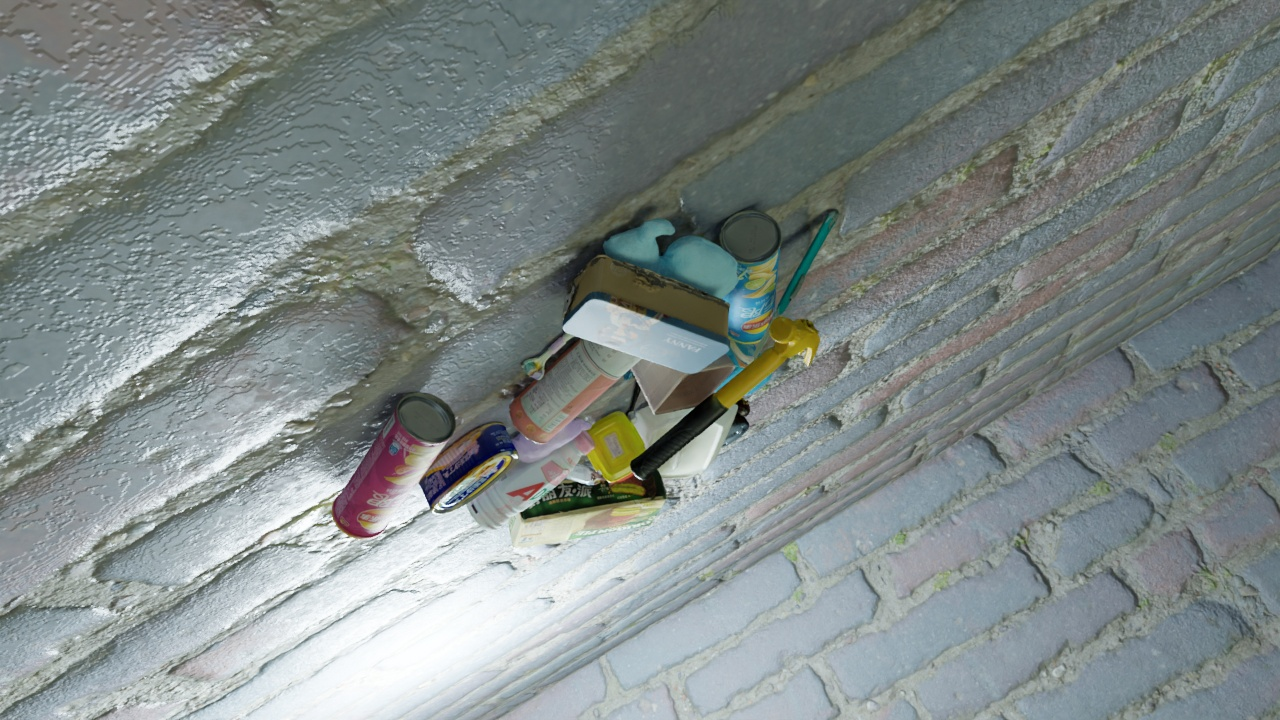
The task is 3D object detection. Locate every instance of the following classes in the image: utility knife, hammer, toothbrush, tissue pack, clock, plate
[{"bbox_3d":[0.193,-0.095,1.141,0.216,0.013,0.029,-61,152,0],"label":"utility knife"},{"bbox_3d":[0.100,0.051,1.133,0.301,0.033,0.128,-42,154,23],"label":"hammer"},{"bbox_3d":[-0.065,-0.043,1.051,0.190,0.029,0.020,-41,-163,21],"label":"toothbrush"},{"bbox_3d":[0.119,-0.004,1.255,0.063,0.090,0.139,-41,155,22],"label":"tissue pack"},{"bbox_3d":[-0.003,0.045,1.306,0.015,0.018,0.181,-18,153,-19],"label":"toothbrush"},{"bbox_3d":[0.140,0.101,1.536,0.081,0.055,0.122,-16,152,-28],"label":"clock"},{"bbox_3d":[0.063,0.129,1.455,0.162,0.034,0.266,-1,149,-9],"label":"plate"}]

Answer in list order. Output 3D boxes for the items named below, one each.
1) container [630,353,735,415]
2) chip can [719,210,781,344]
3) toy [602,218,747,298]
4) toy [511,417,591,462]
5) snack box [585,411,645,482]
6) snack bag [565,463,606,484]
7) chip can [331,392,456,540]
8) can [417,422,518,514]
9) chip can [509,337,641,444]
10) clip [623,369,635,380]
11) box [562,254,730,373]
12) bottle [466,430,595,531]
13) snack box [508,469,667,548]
[{"bbox_3d":[0.040,-0.007,1.129,0.090,0.111,0.090,-10,149,-40],"label":"container"},{"bbox_3d":[0.132,-0.095,1.110,0.071,0.071,0.210,-27,156,-7],"label":"chip can"},{"bbox_3d":[0.040,-0.098,0.988,0.156,0.049,0.162,-3,146,-1],"label":"toy"},{"bbox_3d":[-0.130,0.102,1.244,0.108,0.039,0.084,-32,140,13],"label":"toy"},{"bbox_3d":[-0.035,0.133,1.355,0.082,0.091,0.080,-30,164,-2],"label":"snack box"},{"bbox_3d":[-0.099,0.166,1.369,0.048,0.104,0.026,41,65,-66],"label":"snack bag"},{"bbox_3d":[-0.287,0.125,1.062,0.071,0.071,0.211,-5,146,-45],"label":"chip can"},{"bbox_3d":[-0.225,0.142,1.196,0.148,0.049,0.074,-39,156,19],"label":"can"},{"bbox_3d":[-0.066,0.013,1.096,0.215,0.071,0.071,-41,154,25],"label":"chip can"},{"bbox_3d":[-0.007,0.007,1.228,0.042,0.014,0.057,-14,150,-33],"label":"clip"},{"bbox_3d":[0.013,-0.045,0.975,0.184,0.061,0.090,19,150,-19],"label":"box"},{"bbox_3d":[-0.154,0.163,1.306,0.197,0.068,0.068,-36,156,6],"label":"bottle"},{"bbox_3d":[-0.087,0.236,1.472,0.239,0.063,0.115,-7,150,-19],"label":"snack box"}]
